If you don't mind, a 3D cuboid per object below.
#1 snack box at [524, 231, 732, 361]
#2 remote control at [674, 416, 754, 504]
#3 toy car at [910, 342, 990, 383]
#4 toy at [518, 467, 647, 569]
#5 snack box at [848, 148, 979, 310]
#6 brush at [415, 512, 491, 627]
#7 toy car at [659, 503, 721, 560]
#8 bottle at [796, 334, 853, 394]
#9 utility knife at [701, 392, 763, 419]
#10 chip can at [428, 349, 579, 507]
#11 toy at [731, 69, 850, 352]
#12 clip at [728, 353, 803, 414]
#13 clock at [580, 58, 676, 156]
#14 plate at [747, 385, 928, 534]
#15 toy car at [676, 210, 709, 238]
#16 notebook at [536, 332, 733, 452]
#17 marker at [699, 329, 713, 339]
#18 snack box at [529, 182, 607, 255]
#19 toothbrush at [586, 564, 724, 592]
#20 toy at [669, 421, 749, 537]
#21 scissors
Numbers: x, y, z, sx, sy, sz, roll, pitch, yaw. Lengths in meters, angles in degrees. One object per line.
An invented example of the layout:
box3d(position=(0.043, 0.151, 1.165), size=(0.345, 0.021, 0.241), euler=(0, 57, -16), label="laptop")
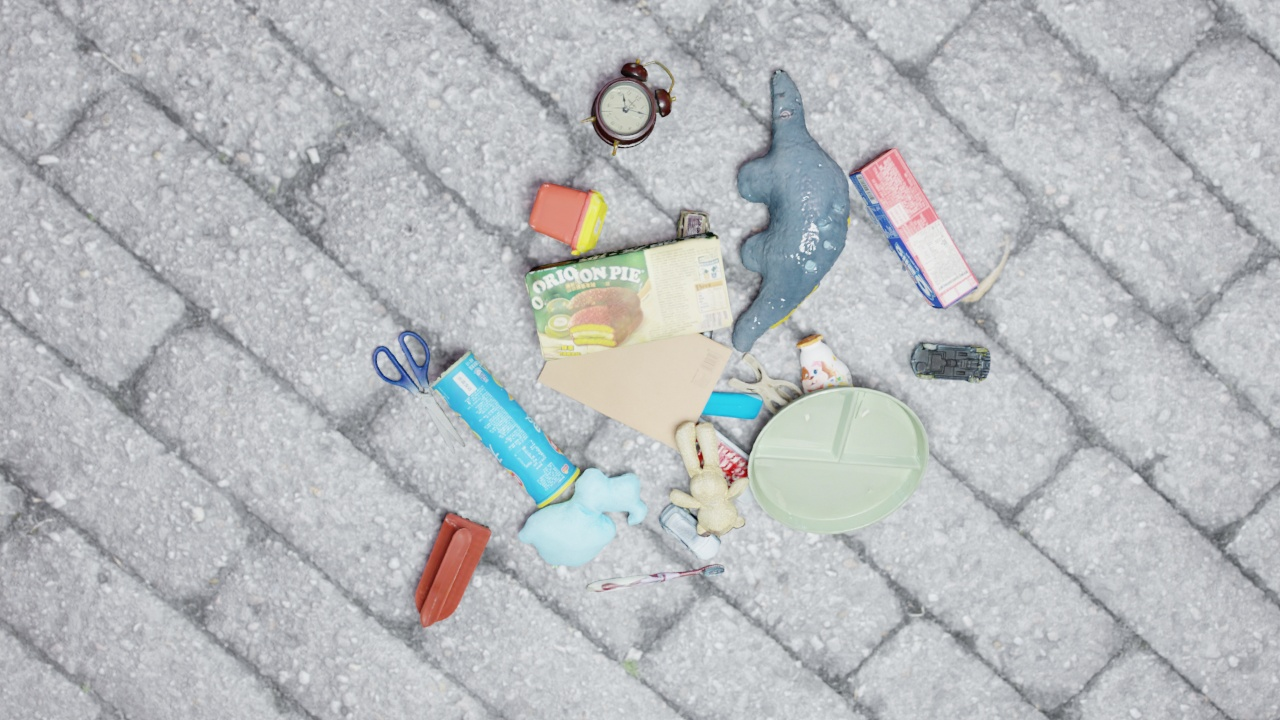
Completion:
box3d(position=(-0.013, -0.079, 1.130), size=(0.240, 0.063, 0.114), euler=(-11, 104, 4), label="snack box")
box3d(position=(0.106, 0.131, 1.208), size=(0.136, 0.020, 0.056), euler=(39, 94, -6), label="remote control")
box3d(position=(0.402, 0.002, 1.194), size=(0.105, 0.031, 0.049), euler=(4, 97, -4), label="toy car")
box3d(position=(-0.075, 0.211, 1.196), size=(0.161, 0.049, 0.156), euler=(9, 106, -12), label="toy")
box3d(position=(0.344, -0.164, 1.158), size=(0.058, 0.057, 0.207), euler=(-34, 97, 0), label="snack box")
box3d(position=(-0.250, 0.275, 1.190), size=(0.063, 0.069, 0.146), euler=(24, 96, -4), label="brush")
box3d(position=(0.067, 0.227, 1.213), size=(0.090, 0.034, 0.043), euler=(41, 91, -8), label="toy car")
box3d(position=(0.236, 0.022, 1.176), size=(0.063, 0.063, 0.108), euler=(-24, 97, 1), label="bottle")
box3d(position=(0.079, 0.055, 1.199), size=(0.161, 0.018, 0.034), euler=(4, 94, 0), label="utility knife")
box3d(position=(-0.172, 0.087, 1.168), size=(0.071, 0.071, 0.210), euler=(-41, 96, 3), label="chip can")
box3d(position=(0.190, -0.181, 1.142), size=(0.138, 0.091, 0.356), euler=(7, 97, 25), label="toy")
box3d(position=(0.165, 0.036, 1.182), size=(0.100, 0.035, 0.070), euler=(32, 58, 1), label="clip")
box3d(position=(-0.011, -0.314, 1.128), size=(0.122, 0.055, 0.082), euler=(-44, 96, 2), label="clock")
box3d(position=(0.250, 0.127, 1.171), size=(0.230, 0.027, 0.231), euler=(-1, 120, -1), label="plate")
box3d(position=(0.064, -0.144, 1.164), size=(0.042, 0.035, 0.090), euler=(6, 100, -1), label="toy car")
box3d(position=(-0.007, 0.007, 1.182), size=(0.211, 0.012, 0.149), euler=(26, 95, 1), label="notebook")
box3d(position=(0.086, -0.040, 1.187), size=(0.018, 0.015, 0.124), euler=(9, 99, 1), label="marker")
box3d(position=(-0.090, -0.176, 1.128), size=(0.080, 0.091, 0.082), euler=(18, 96, 2), label="snack box")
box3d(position=(0.021, 0.294, 1.227), size=(0.187, 0.017, 0.016), euler=(-8, 97, -1), label="toothbrush")
box3d(position=(0.085, 0.151, 1.172), size=(0.105, 0.066, 0.157), euler=(-13, 106, 10), label="toy")
box3d(position=(-0.271, 0.038, 1.189), size=(0.173, 0.012, 0.126), euler=(32, 96, -7), label="scissors")
